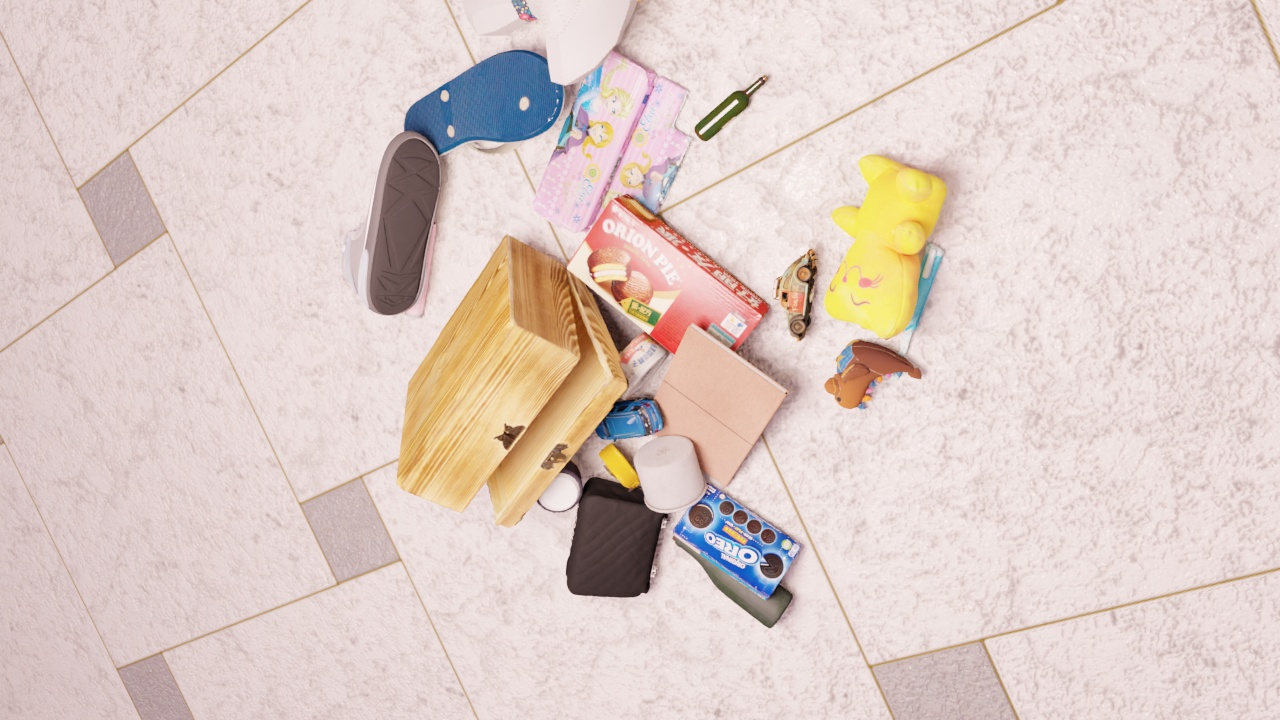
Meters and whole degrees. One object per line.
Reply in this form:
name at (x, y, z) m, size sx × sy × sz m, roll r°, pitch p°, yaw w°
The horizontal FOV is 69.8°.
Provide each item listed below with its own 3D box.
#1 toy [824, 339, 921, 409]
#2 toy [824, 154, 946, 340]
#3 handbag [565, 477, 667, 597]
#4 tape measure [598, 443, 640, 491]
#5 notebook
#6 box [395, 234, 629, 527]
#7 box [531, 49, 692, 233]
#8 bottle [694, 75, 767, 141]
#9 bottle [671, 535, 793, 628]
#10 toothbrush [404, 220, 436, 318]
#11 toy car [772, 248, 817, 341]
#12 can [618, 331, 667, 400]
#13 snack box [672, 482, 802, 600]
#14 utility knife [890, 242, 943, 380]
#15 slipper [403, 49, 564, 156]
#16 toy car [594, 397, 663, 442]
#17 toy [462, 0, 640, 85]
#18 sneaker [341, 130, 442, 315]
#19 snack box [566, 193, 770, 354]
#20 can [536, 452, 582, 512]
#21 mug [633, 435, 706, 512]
toy at (0.276, 0.024, 1.094) m, size 0.103 × 0.070 × 0.090 m, roll 16°, pitch 126°, yaw 6°
toy at (0.276, -0.129, 1.035) m, size 0.134 × 0.087 × 0.194 m, roll 35°, pitch 117°, yaw 59°
handbag at (-0.032, 0.241, 1.269) m, size 0.125 × 0.114 × 0.154 m, roll 10°, pitch 104°, yaw -4°
tape measure at (-0.030, 0.142, 1.233) m, size 0.030 × 0.059 × 0.068 m, roll -41°, pitch 59°, yaw -2°
notebook at (0.087, 0.062, 1.152) m, size 0.141 × 0.008 × 0.210 m, roll 36°, pitch 139°, yaw 11°
box at (-0.172, 0.024, 1.185) m, size 0.176 × 0.247 × 0.280 m, roll 25°, pitch 117°, yaw -26°
box at (-0.031, -0.257, 1.165) m, size 0.159 × 0.035 × 0.231 m, roll 32°, pitch 114°, yaw 13°
bottle at (0.109, -0.303, 1.097) m, size 0.106 × 0.025 × 0.025 m, roll -37°, pitch 87°, yaw 26°
bottle at (0.116, 0.282, 1.218) m, size 0.174 × 0.055 × 0.055 m, roll 35°, pitch 113°, yaw 14°
toothbrush at (-0.308, -0.167, 1.307) m, size 0.027 × 0.026 × 0.223 m, roll 12°, pitch 109°, yaw -3°
toy car at (0.185, -0.080, 1.106) m, size 0.047 × 0.047 × 0.112 m, roll 9°, pitch 104°, yaw 21°
can at (-0.007, 0.007, 1.188) m, size 0.043 × 0.086 × 0.086 m, roll 42°, pitch 115°, yaw 7°
snack box at (0.124, 0.235, 1.193) m, size 0.150 × 0.027 × 0.082 m, roll 32°, pitch 71°, yaw 14°
utility knife at (0.317, -0.054, 1.073) m, size 0.022 × 0.015 × 0.169 m, roll 24°, pitch 111°, yaw 27°
slipper at (-0.202, -0.329, 1.208) m, size 0.296 × 0.060 × 0.118 m, roll -6°, pitch 95°, yaw 37°
toy car at (-0.023, 0.079, 1.221) m, size 0.120 × 0.043 × 0.056 m, roll -9°, pitch 103°, yaw 48°
toy at (-0.093, -0.431, 1.087) m, size 0.268 × 0.141 × 0.246 m, roll -17°, pitch 67°, yaw 22°
sneaker at (-0.361, -0.201, 1.282) m, size 0.160 × 0.092 × 0.257 m, roll 30°, pitch 113°, yaw 44°
snack box at (0.034, -0.093, 1.149) m, size 0.236 × 0.060 × 0.113 m, roll 38°, pitch 115°, yaw 4°
can at (-0.115, 0.152, 1.250) m, size 0.064 × 0.127 × 0.064 m, roll -3°, pitch 110°, yaw -7°
mug at (0.030, 0.144, 1.205) m, size 0.113 × 0.084 × 0.070 m, roll 21°, pitch 135°, yaw 53°
